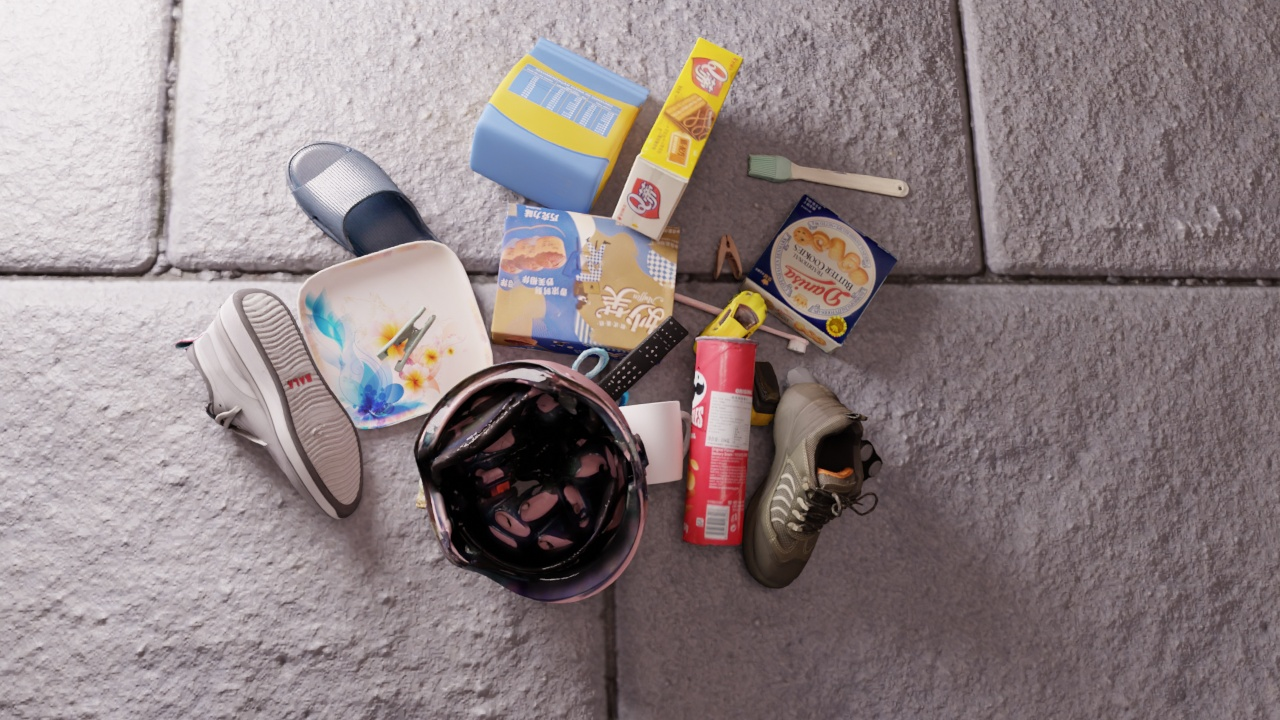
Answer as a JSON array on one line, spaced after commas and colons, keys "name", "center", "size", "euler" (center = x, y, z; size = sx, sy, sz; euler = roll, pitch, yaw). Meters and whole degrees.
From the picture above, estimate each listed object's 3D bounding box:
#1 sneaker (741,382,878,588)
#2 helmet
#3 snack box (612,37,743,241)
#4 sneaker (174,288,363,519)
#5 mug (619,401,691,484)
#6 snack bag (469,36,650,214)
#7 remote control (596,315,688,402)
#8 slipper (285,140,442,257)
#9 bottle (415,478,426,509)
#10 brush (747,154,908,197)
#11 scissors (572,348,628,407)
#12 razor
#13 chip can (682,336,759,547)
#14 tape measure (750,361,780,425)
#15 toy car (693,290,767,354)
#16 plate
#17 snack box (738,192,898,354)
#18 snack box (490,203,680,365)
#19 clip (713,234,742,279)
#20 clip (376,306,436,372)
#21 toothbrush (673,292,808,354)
[{"name": "sneaker", "center": [0.201, 0.152, 1.005], "size": [0.101, 0.143, 0.238], "euler": [8, 98, -30]}, {"name": "helmet", "center": [-0.105, 0.122, 0.972], "size": [0.230, 0.152, 0.255], "euler": [-36, 91, 7]}, {"name": "snack box", "center": [0.046, -0.259, 1.063], "size": [0.061, 0.110, 0.229], "euler": [25, 55, -3]}, {"name": "sneaker", "center": [-0.396, 0.062, 0.980], "size": [0.129, 0.096, 0.263], "euler": [-23, 99, 23]}, {"name": "mug", "center": [0.021, 0.093, 1.051], "size": [0.114, 0.081, 0.087], "euler": [-3, 85, -41]}, {"name": "snack bag", "center": [-0.091, -0.290, 1.097], "size": [0.159, 0.102, 0.204], "euler": [25, 59, -3]}, {"name": "remote control", "center": [-0.006, 0.006, 1.031], "size": [0.140, 0.009, 0.030], "euler": [-43, 111, 14]}, {"name": "slipper", "center": [-0.295, -0.158, 1.040], "size": [0.263, 0.083, 0.101], "euler": [46, 74, 1]}, {"name": "bottle", "center": [-0.222, 0.111, 1.019], "size": [0.043, 0.043, 0.111], "euler": [9, 78, -7]}, {"name": "brush", "center": [0.243, -0.235, 1.178], "size": [0.217, 0.012, 0.033], "euler": [7, 77, -9]}, {"name": "scissors", "center": [-0.074, 0.050, 1.056], "size": [0.140, 0.013, 0.114], "euler": [-43, 127, 7]}, {"name": "razor", "center": [0.224, 0.075, 1.094], "size": [0.057, 0.060, 0.156], "euler": [-26, 64, -25]}, {"name": "chip can", "center": [0.090, 0.092, 1.040], "size": [0.073, 0.073, 0.233], "euler": [5, 87, -8]}, {"name": "tape measure", "center": [0.141, 0.042, 1.079], "size": [0.037, 0.064, 0.065], "euler": [4, 45, -16]}, {"name": "toy car", "center": [0.108, -0.038, 1.096], "size": [0.049, 0.030, 0.107], "euler": [41, 91, -6]}, {"name": "plate", "center": [-0.270, -0.029, 1.023], "size": [0.186, 0.016, 0.187], "euler": [-19, 103, -10]}, {"name": "snack box", "center": [0.219, -0.107, 1.132], "size": [0.144, 0.043, 0.144], "euler": [35, 75, 0]}, {"name": "snack box", "center": [-0.064, -0.086, 1.068], "size": [0.202, 0.069, 0.155], "euler": [7, 79, -8]}, {"name": "clip", "center": [0.101, -0.125, 1.127], "size": [0.039, 0.024, 0.060], "euler": [-12, 71, -14]}, {"name": "clip", "center": [-0.261, -0.029, 1.004], "size": [0.049, 0.023, 0.078], "euler": [26, 94, -17]}, {"name": "toothbrush", "center": [0.120, -0.047, 1.118], "size": [0.181, 0.016, 0.018], "euler": [20, 82, -5]}]
